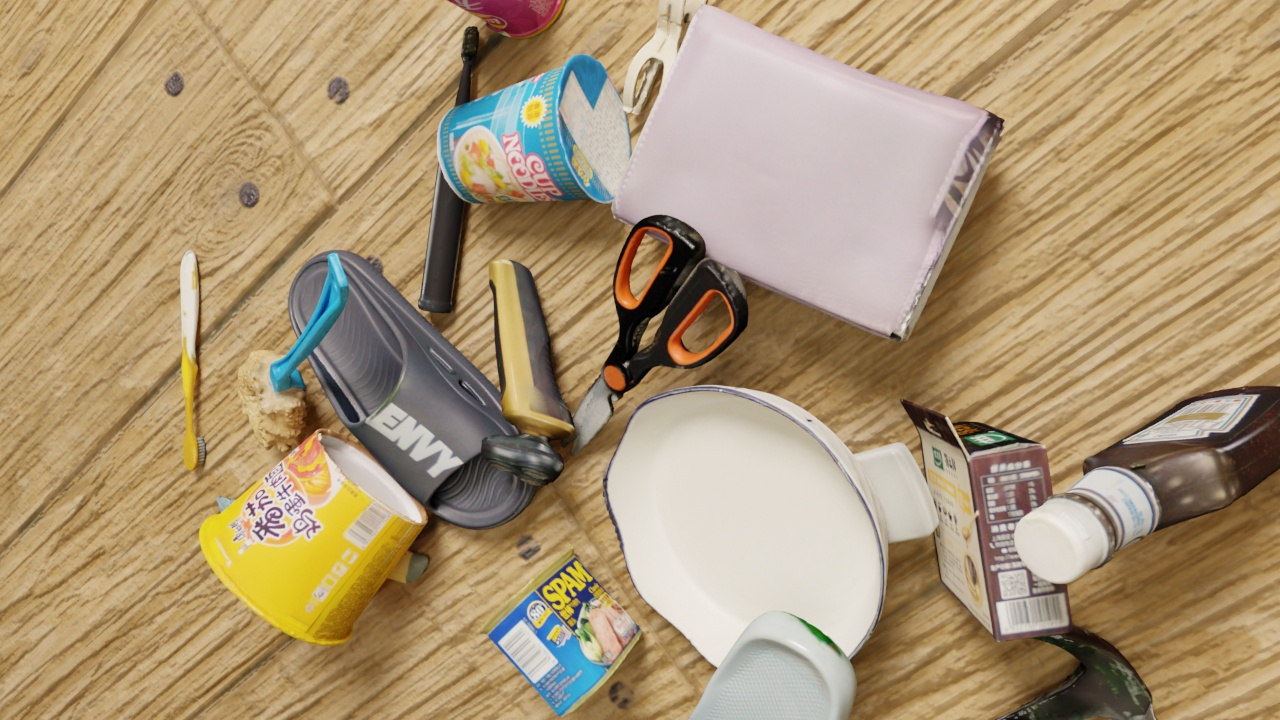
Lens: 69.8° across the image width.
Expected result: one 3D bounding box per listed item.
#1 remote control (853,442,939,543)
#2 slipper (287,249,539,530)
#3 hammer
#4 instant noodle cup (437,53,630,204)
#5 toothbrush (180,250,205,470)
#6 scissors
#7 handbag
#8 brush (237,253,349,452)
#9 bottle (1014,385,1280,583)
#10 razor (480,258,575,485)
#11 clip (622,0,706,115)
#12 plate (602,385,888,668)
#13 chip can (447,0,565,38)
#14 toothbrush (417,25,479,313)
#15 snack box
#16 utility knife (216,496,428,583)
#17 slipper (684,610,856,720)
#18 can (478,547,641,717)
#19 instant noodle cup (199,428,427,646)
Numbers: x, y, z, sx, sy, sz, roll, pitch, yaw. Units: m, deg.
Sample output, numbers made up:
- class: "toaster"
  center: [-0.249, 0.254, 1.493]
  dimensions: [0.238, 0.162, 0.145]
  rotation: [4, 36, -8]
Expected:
- class: "remote control"
  center: [0.117, 0.096, 0.594]
  dimensions: [0.150, 0.021, 0.058]
  rotation: [-23, 90, 44]
- class: "slipper"
  center: [-0.192, 0.026, 0.694]
  dimensions: [0.268, 0.083, 0.111]
  rotation: [48, 109, 11]
- class: "hammer"
  center: [0.175, 0.275, 0.613]
  dimensions: [0.324, 0.031, 0.126]
  rotation: [-35, 83, 19]
- class: "instant noodle cup"
  center: [-0.076, -0.150, 0.635]
  dimensions: [0.110, 0.099, 0.099]
  rotation: [-5, 93, 28]
- class: "toothbrush"
  center: [-0.388, 0.001, 0.797]
  dimensions: [0.016, 0.018, 0.191]
  rotation: [2, 93, 17]
- class: "scissors"
  center: [-0.015, -0.010, 0.613]
  dimensions: [0.236, 0.021, 0.142]
  rotation: [-24, 97, 46]
- class: "handbag"
  center: [0.101, -0.114, 0.568]
  dimensions: [0.197, 0.098, 0.145]
  rotation: [26, 105, 16]
- class: "brush"
  center: [-0.252, -0.004, 0.677]
  dimensions: [0.255, 0.045, 0.083]
  rotation: [-40, 68, 48]
- class: "bottle"
  center: [0.268, 0.062, 0.477]
  dimensions: [0.080, 0.194, 0.044]
  rotation: [-20, 88, 59]
- class: "razor"
  center: [-0.088, 0.006, 0.658]
  dimensions: [0.067, 0.062, 0.167]
  rotation: [-7, 76, -14]
- class: "clip"
  center: [0.019, -0.211, 0.617]
  dimensions: [0.035, 0.071, 0.100]
  rotation: [24, 106, 16]
- class: "plate"
  center: [0.068, 0.108, 0.594]
  dimensions: [0.205, 0.045, 0.205]
  rotation: [17, 117, 36]
- class: "chip can"
  center: [-0.120, -0.264, 0.572]
  dimensions: [0.071, 0.210, 0.071]
  rotation: [2, 95, 19]
- class: "toothbrush"
  center: [-0.140, -0.141, 0.688]
  dimensions: [0.026, 0.027, 0.213]
  rotation: [7, 99, -19]
- class: "snack box"
  center: [0.199, 0.085, 0.539]
  dimensions: [0.053, 0.113, 0.125]
  rotation: [-8, 93, 3]
- class: "utility knife"
  center: [-0.271, 0.149, 0.766]
  dimensions: [0.211, 0.022, 0.031]
  rotation: [12, 94, 12]
- class: "slipper"
  center: [0.059, 0.261, 0.580]
  dimensions: [0.104, 0.074, 0.246]
  rotation: [35, 124, 25]
- class: "can"
  center: [-0.053, 0.191, 0.650]
  dimensions: [0.083, 0.102, 0.057]
  rotation: [46, 107, 7]
- class: "instant noodle cup"
  center: [-0.237, 0.125, 0.689]
  dimensions: [0.138, 0.138, 0.110]
  rotation: [41, 88, 12]
